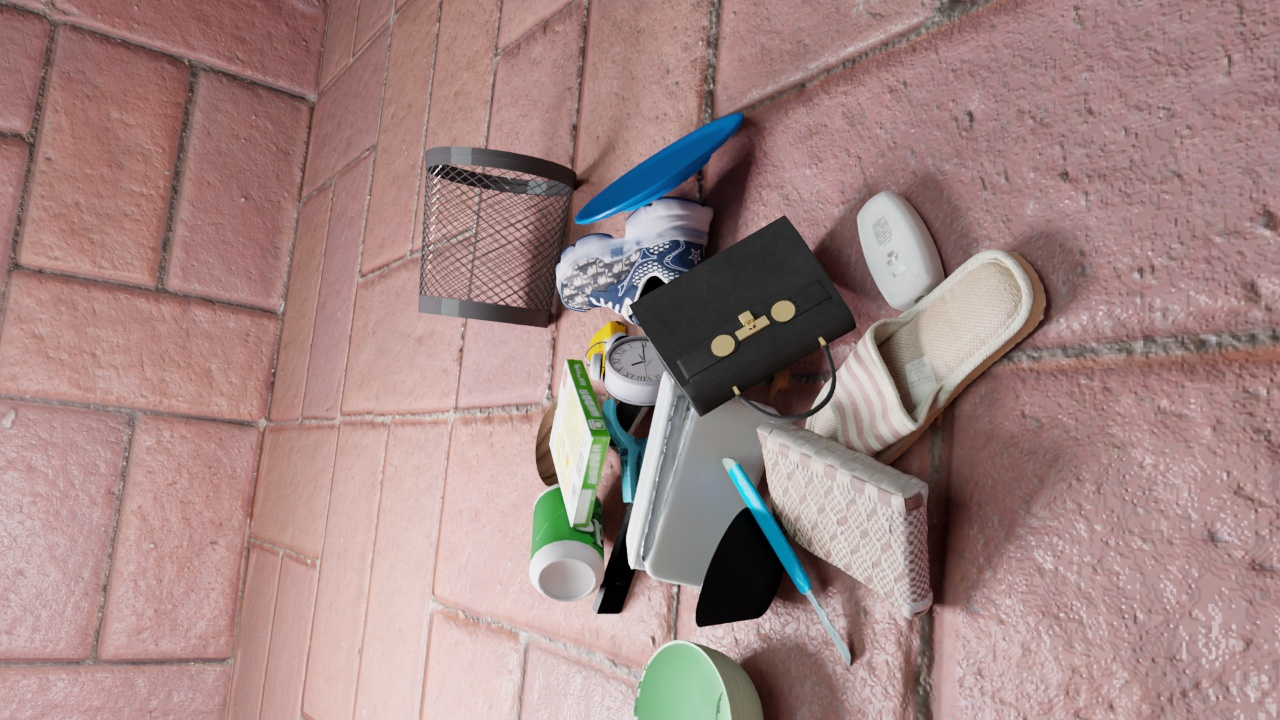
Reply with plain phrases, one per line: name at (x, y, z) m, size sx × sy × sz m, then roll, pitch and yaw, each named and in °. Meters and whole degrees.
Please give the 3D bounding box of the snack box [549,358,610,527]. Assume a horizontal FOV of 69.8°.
snack box at (-0.076, 0.097, 1.103) m, size 0.168 × 0.027 × 0.132 m, roll -115°, pitch 32°, yaw -55°

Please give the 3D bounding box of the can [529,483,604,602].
can at (-0.088, 0.218, 1.113) m, size 0.088 × 0.087 × 0.139 m, roll -60°, pitch 17°, yaw 25°

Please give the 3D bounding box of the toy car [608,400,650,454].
toy car at (-0.009, 0.060, 1.118) m, size 0.039 × 0.039 × 0.113 m, roll 42°, pitch 119°, yaw 23°

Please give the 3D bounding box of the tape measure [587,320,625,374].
tape measure at (-0.042, -0.009, 1.192) m, size 0.059 × 0.030 × 0.068 m, roll -33°, pitch 53°, yaw 46°

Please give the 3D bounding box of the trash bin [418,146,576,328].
trash bin at (-0.215, -0.171, 1.332) m, size 0.218 × 0.217 × 0.227 m, roll 9°, pitch 92°, yaw 56°

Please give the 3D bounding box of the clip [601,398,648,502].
clip at (0.003, 0.093, 1.068) m, size 0.033 × 0.120 × 0.122 m, roll -18°, pitch 98°, yaw 53°

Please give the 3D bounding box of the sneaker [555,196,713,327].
sneaker at (-0.010, -0.091, 1.119) m, size 0.270 × 0.103 × 0.132 m, roll -23°, pitch 69°, yaw 47°

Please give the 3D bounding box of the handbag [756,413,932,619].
handbag at (0.176, 0.128, 0.793) m, size 0.186 × 0.046 × 0.124 m, roll 26°, pitch 134°, yaw 54°

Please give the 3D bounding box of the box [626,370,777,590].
box at (0.052, 0.123, 0.959) m, size 0.105 × 0.129 × 0.210 m, roll -105°, pitch 33°, yaw -78°

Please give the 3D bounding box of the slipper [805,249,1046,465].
slipper at (0.225, 0.011, 0.781) m, size 0.264 × 0.052 × 0.115 m, roll -50°, pitch 42°, yaw 35°

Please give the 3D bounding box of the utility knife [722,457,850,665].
utility knife at (0.134, 0.180, 0.848) m, size 0.220 × 0.015 × 0.031 m, roll 62°, pitch 160°, yaw 22°

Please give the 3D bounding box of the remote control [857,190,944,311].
remote control at (0.231, -0.100, 0.824) m, size 0.060 × 0.028 × 0.114 m, roll -46°, pitch 46°, yaw 39°

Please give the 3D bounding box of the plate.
plate at (0.025, -0.212, 1.051) m, size 0.224 × 0.024 × 0.224 m, roll -30°, pitch 17°, yaw 10°

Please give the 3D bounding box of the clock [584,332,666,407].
clock at (-0.006, 0.006, 1.062) m, size 0.123 × 0.094 × 0.035 m, roll 21°, pitch 132°, yaw 20°

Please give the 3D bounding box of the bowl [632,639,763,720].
bowl at (0.067, 0.350, 0.893) m, size 0.151 × 0.077 × 0.150 m, roll -21°, pitch 64°, yaw 51°

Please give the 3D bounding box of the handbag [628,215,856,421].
handbag at (0.111, -0.015, 0.853) m, size 0.176 × 0.072 × 0.195 m, roll -30°, pitch 46°, yaw 1°

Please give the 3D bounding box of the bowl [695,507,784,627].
bowl at (0.104, 0.208, 0.878) m, size 0.052 × 0.124 × 0.124 m, roll 21°, pitch 100°, yaw 22°

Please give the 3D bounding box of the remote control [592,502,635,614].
remote control at (-0.019, 0.232, 1.086) m, size 0.013 × 0.034 × 0.150 m, roll 34°, pitch 109°, yaw 54°

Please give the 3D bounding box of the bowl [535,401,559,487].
bowl at (-0.099, 0.114, 1.237) m, size 0.120 × 0.032 × 0.119 m, roll -21°, pitch 64°, yaw 51°
